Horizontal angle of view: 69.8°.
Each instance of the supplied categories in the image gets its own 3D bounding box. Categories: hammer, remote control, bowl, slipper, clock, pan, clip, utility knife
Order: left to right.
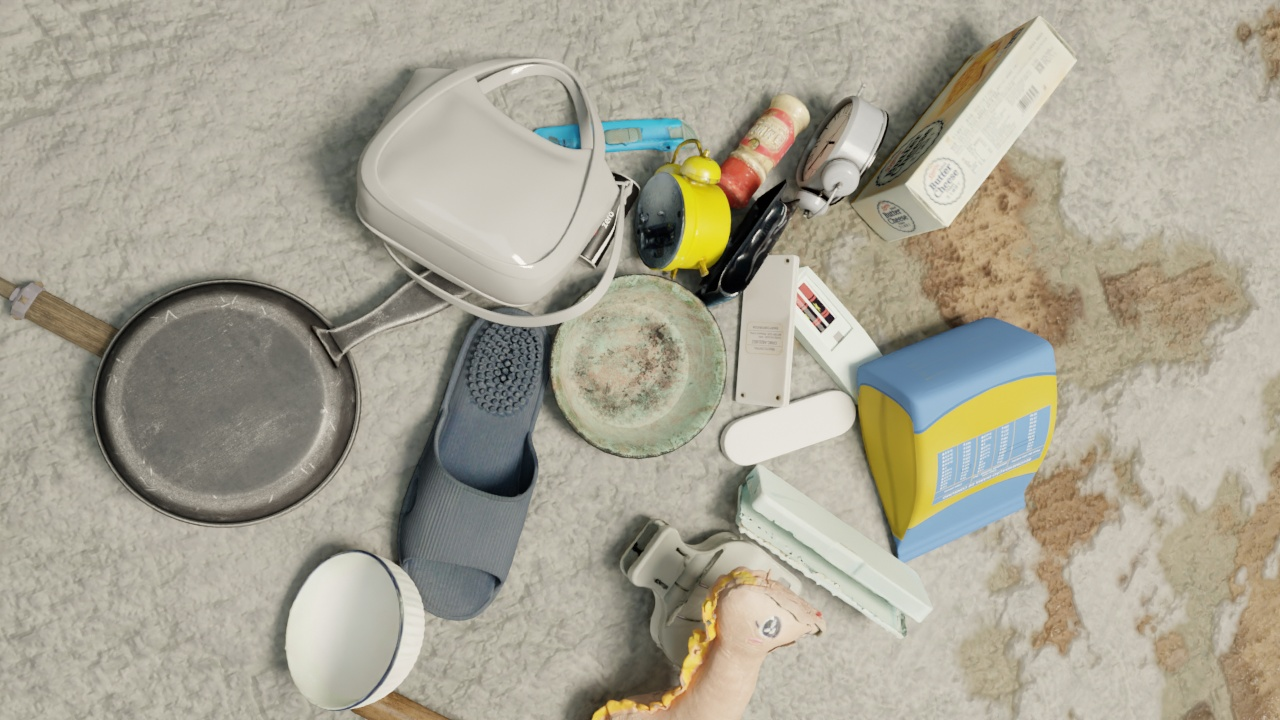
[{"bbox_3d":[-0.403,-0.021,0.688,0.316,0.028,0.147,32,81,-15],"label":"hammer"},{"bbox_3d":[-0.239,-0.012,0.712,0.356,0.055,0.187,-32,96,-16],"label":"pan"},{"bbox_3d":[-0.212,0.211,0.719,0.062,0.118,0.118,32,80,-57],"label":"bowl"},{"bbox_3d":[-0.130,0.084,0.741,0.101,0.082,0.263,14,87,-14],"label":"slipper"},{"bbox_3d":[-0.093,0.345,0.762,0.321,0.040,0.130,29,125,-7],"label":"hammer"},{"bbox_3d":[-0.033,-0.192,0.797,0.178,0.015,0.031,-9,88,-14],"label":"utility knife"},{"bbox_3d":[-0.005,0.004,0.796,0.157,0.038,0.157,0,92,-16],"label":"bowl"},{"bbox_3d":[0.035,-0.129,0.781,0.057,0.083,0.118,1,91,-28],"label":"clock"},{"bbox_3d":[0.048,0.202,0.815,0.152,0.097,0.126,37,80,-2],"label":"clip"},{"bbox_3d":[0.114,-0.027,0.827,0.011,0.050,0.136,4,90,-53],"label":"remote control"},{"bbox_3d":[0.138,0.062,0.853,0.136,0.013,0.043,-16,96,-15],"label":"remote control"},{"bbox_3d":[0.177,-0.026,0.856,0.049,0.024,0.143,-45,102,-11],"label":"remote control"},{"bbox_3d":[0.173,-0.178,0.811,0.035,0.095,0.122,28,67,-11],"label":"clock"}]

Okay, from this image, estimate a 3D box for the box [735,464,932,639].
[{"bbox_3d":[0.174,0.170,0.835,0.199,0.066,0.082,34,42,-11],"label":"box"}]

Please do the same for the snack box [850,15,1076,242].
[{"bbox_3d":[0.294,-0.208,0.844,0.057,0.104,0.207,41,81,-11],"label":"snack box"}]

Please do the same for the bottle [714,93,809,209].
[{"bbox_3d":[0.107,-0.188,0.822,0.044,0.044,0.109,40,79,-13],"label":"bottle"}]

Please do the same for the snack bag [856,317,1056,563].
[{"bbox_3d":[0.299,0.083,0.864,0.158,0.102,0.205,-20,116,-15],"label":"snack bag"}]

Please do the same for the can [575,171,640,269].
[{"bbox_3d":[-0.032,-0.121,0.789,0.031,0.031,0.080,31,83,-15],"label":"can"}]

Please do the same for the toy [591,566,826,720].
[{"bbox_3d":[0.027,0.264,0.739,0.196,0.065,0.265,8,124,-8],"label":"toy"}]

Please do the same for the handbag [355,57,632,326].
[{"bbox_3d":[-0.099,-0.154,0.739,0.216,0.096,0.222,30,60,-7],"label":"handbag"}]

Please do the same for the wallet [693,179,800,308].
[{"bbox_3d":[0.092,-0.097,0.797,0.026,0.089,0.115,35,83,-8],"label":"wallet"}]
